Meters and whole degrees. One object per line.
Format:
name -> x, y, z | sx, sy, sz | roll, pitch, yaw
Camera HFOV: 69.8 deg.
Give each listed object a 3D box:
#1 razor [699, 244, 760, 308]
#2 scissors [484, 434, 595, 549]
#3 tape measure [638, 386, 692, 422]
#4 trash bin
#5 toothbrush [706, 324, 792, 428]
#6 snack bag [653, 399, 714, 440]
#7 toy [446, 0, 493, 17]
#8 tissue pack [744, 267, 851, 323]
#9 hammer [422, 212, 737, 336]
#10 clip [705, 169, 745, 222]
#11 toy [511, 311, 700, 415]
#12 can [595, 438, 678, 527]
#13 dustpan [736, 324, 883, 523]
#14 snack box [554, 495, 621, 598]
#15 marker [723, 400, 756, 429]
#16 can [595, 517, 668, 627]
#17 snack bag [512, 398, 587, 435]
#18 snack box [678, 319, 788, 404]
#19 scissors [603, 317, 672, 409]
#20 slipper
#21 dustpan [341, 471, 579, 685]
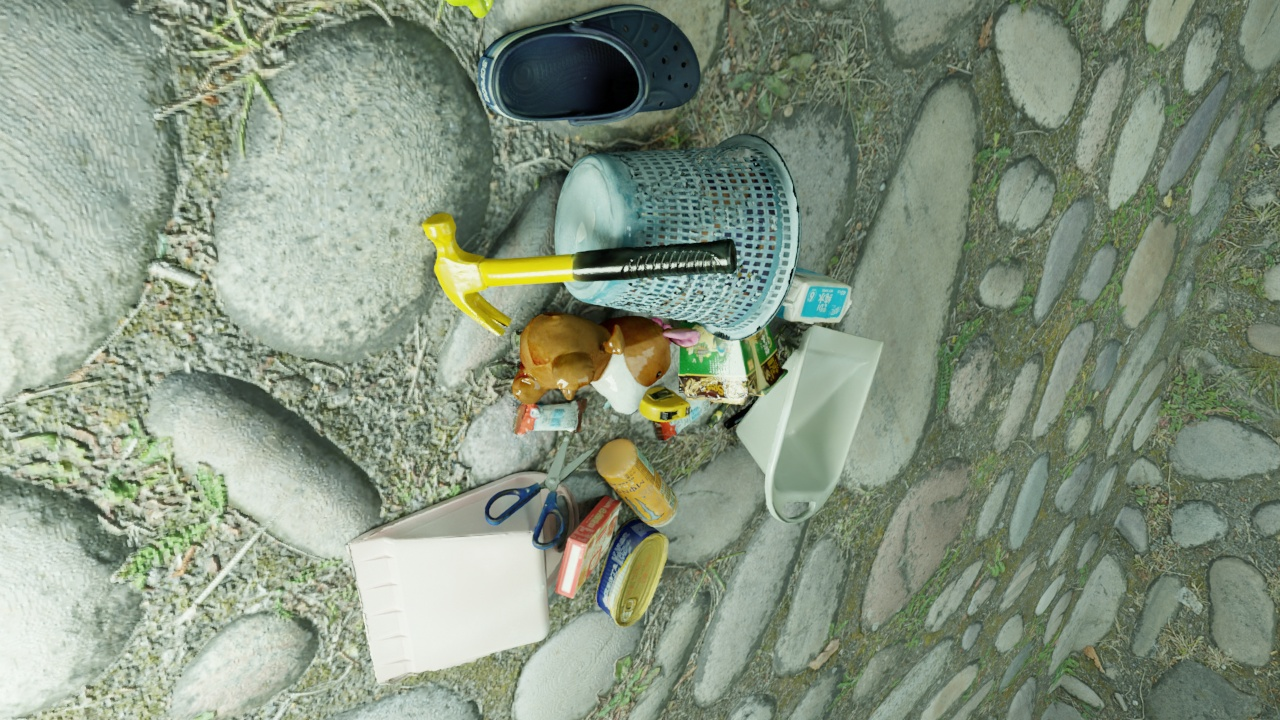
razor -> 0.123, -0.108, 1.142 | 0.062, 0.067, 0.167 | -46, -179, 42
scissors -> -0.103, 0.151, 1.055 | 0.166, 0.155, 0.012 | -15, 139, -27
tape measure -> 0.027, 0.054, 1.170 | 0.057, 0.060, 0.029 | -13, 122, -32
trash bin -> 0.024, -0.135, 0.969 | 0.194, 0.226, 0.227 | 0, 113, -30
toothbrush -> 0.156, 0.023, 1.305 | 0.185, 0.017, 0.012 | -52, 174, -8
snack bag -> 0.062, 0.068, 1.235 | 0.104, 0.026, 0.048 | -37, 139, -24
toy -> -0.133, -0.356, 0.810 | 0.100, 0.031, 0.097 | -22, 126, -28
tissue pack -> 0.212, -0.088, 1.242 | 0.139, 0.090, 0.063 | 0, 112, -44
hammer -> -0.058, -0.087, 0.863 | 0.032, 0.301, 0.129 | -65, 146, -50
clip -> 0.104, -0.184, 1.129 | 0.094, 0.035, 0.102 | -17, 131, -41
toy -> -0.038, 0.001, 1.033 | 0.199, 0.140, 0.130 | -12, 88, -43
can -> -0.002, 0.162, 1.203 | 0.058, 0.058, 0.146 | -48, 136, -12
dustpan -> 0.260, 0.101, 1.324 | 0.222, 0.142, 0.258 | 8, 129, -49
snack box -> -0.064, 0.230, 1.150 | 0.152, 0.025, 0.075 | -38, 144, -72
marker -> 0.170, 0.069, 1.346 | 0.123, 0.015, 0.018 | -28, 130, -27
can -> -0.013, 0.294, 1.273 | 0.074, 0.049, 0.148 | 3, 110, -44
snack bag -> -0.104, 0.066, 1.077 | 0.105, 0.026, 0.045 | 2, 102, -45
snack box -> 0.111, -0.016, 1.165 | 0.117, 0.118, 0.106 | -36, 123, -52
scissors -> -0.007, 0.007, 1.146 | 0.054, 0.017, 0.133 | 35, 91, -40
slipper -> -0.035, -0.286, 0.898 | 0.252, 0.095, 0.105 | -16, 125, -33
dustpan -> -0.200, 0.245, 1.101 | 0.273, 0.138, 0.223 | -4, 120, -11
